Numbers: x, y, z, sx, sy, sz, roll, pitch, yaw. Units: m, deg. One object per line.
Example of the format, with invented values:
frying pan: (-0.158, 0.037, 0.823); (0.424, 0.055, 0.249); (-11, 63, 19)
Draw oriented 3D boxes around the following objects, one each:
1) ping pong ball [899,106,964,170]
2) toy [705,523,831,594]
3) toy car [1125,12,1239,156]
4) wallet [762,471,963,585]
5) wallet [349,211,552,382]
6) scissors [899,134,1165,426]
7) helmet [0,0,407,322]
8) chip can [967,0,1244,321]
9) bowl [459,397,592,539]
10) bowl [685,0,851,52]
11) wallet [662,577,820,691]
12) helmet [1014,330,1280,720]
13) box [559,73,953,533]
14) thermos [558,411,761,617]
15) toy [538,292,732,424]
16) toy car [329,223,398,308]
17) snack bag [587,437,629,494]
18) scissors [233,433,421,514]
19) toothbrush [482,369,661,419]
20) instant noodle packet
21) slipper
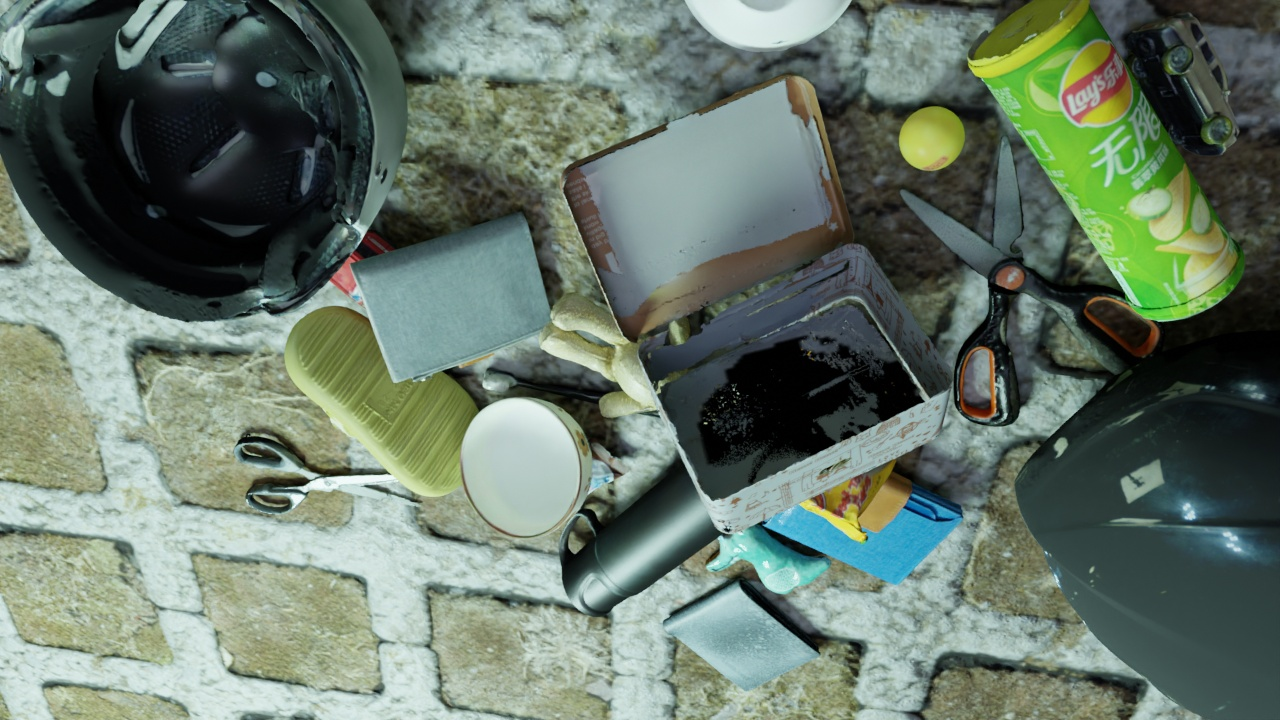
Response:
ping pong ball: (0.187, -0.143, 0.591); (0.040, 0.040, 0.040); (4, 121, 7)
toy: (0.104, 0.172, 0.805); (0.092, 0.030, 0.097); (40, 126, -9)
toy car: (0.329, -0.164, 0.552); (0.035, 0.042, 0.090); (-35, 105, 3)
wallet: (0.183, 0.128, 0.759); (0.133, 0.040, 0.107); (25, 126, -6)
wallet: (-0.137, -0.045, 0.686); (0.129, 0.037, 0.107); (-20, 122, -14)
scissors: (0.266, -0.039, 0.651); (0.221, 0.021, 0.225); (18, 123, -2)
helmet: (-0.260, -0.159, 0.592); (0.275, 0.156, 0.230); (-30, 113, 36)
chip can: (0.292, -0.121, 0.568); (0.073, 0.072, 0.221); (-34, 111, 25)
bowl: (-0.085, 0.084, 0.752); (0.114, 0.062, 0.113); (1, 93, 24)
bowl: (0.075, -0.236, 0.540); (0.118, 0.064, 0.118); (5, 121, 7)
wallet: (0.096, 0.262, 0.866); (0.097, 0.019, 0.121); (-37, 110, 29)
helmet: (0.391, 0.092, 0.587); (0.230, 0.232, 0.276); (36, 127, 5)
box: (0.077, -0.036, 0.616); (0.179, 0.130, 0.272); (-24, 88, -2)
thermos: (0.021, 0.125, 0.769); (0.243, 0.068, 0.090); (-41, 86, 28)
toy: (-0.004, 0.004, 0.698); (0.157, 0.066, 0.105); (31, 104, -18)
toy car: (-0.205, -0.066, 0.704); (0.120, 0.045, 0.053); (38, 121, -16)
snack bag: (-0.059, 0.108, 0.794); (0.045, 0.026, 0.105); (45, 115, -9)
scissors: (-0.294, 0.114, 0.848); (0.163, 0.014, 0.166); (42, 117, -18)
toothbrush: (-0.041, 0.031, 0.751); (0.181, 0.018, 0.016); (10, 114, 2)
instant noodle packet: (0.142, 0.057, 0.677); (0.111, 0.128, 0.044); (30, 163, -8)
slipper: (-0.211, 0.030, 0.751); (0.082, 0.091, 0.190); (7, 144, 54)
